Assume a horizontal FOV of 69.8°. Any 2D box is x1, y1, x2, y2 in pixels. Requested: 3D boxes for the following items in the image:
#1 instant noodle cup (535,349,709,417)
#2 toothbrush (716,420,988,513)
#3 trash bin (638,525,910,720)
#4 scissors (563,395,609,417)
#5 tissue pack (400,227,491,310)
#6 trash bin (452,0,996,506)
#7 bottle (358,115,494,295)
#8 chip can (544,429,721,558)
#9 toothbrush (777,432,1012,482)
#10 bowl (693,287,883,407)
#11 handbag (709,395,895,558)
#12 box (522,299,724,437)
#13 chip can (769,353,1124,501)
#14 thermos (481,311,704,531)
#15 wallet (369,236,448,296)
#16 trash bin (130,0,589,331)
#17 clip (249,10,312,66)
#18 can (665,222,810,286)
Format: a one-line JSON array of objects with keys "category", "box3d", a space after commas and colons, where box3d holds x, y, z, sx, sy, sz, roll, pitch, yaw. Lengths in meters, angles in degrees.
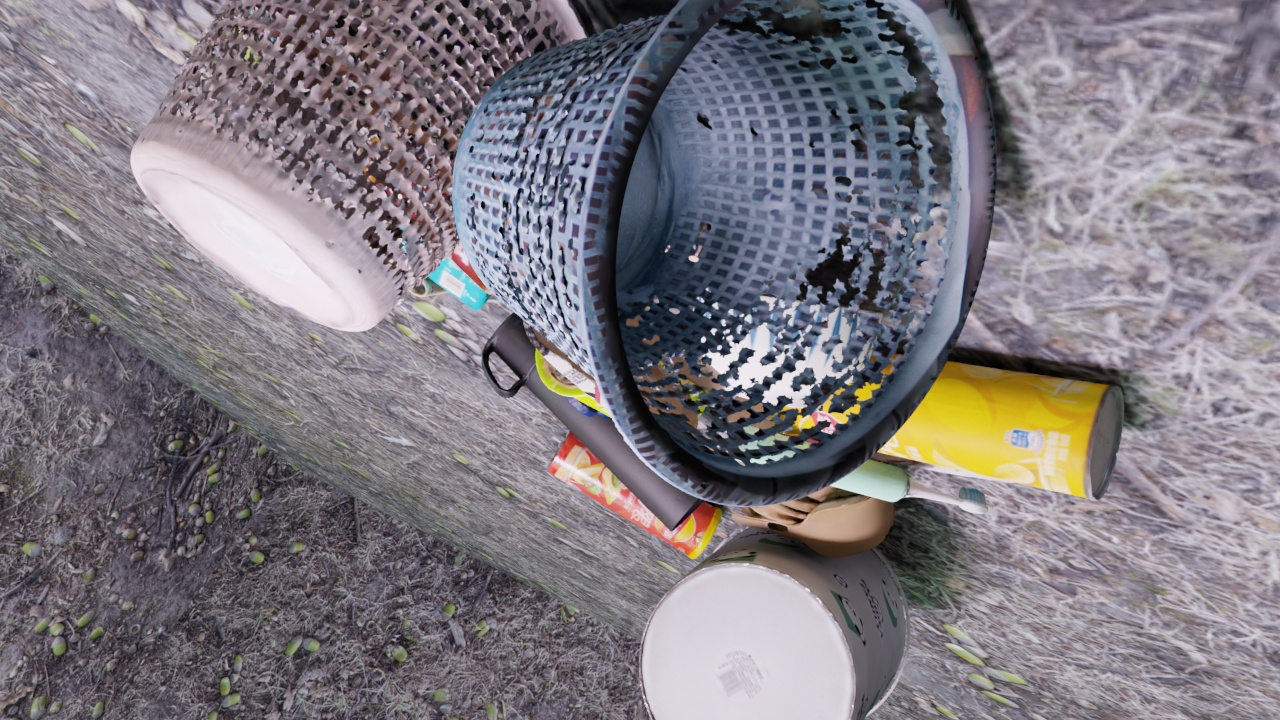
[{"category": "instant noodle cup", "box3d": [-0.004, 0.004, 0.749, 0.112, 0.111, 0.123, 11, 160, 40]}, {"category": "toothbrush", "box3d": [0.158, 0.082, 0.658, 0.224, 0.027, 0.027, 16, 147, -17]}, {"category": "trash bin", "box3d": [0.126, 0.265, 0.859, 0.230, 0.229, 0.251, 22, -178, 20]}, {"category": "scissors", "box3d": [-0.073, -0.016, 0.815, 0.108, 0.012, 0.174, 28, -153, -40]}, {"category": "tissue pack", "box3d": [-0.153, -0.101, 0.766, 0.093, 0.050, 0.134, 35, 158, -6]}, {"category": "trash bin", "box3d": [0.018, -0.072, 0.436, 0.195, 0.226, 0.226, 25, 162, 50]}, {"category": "bottle", "box3d": [-0.127, -0.102, 0.676, 0.175, 0.057, 0.058, 44, 158, 0]}, {"category": "chip can", "box3d": [-0.009, 0.160, 1.127, 0.216, 0.073, 0.073, 30, 159, 1]}, {"category": "toothbrush", "box3d": [0.193, 0.069, 0.678, 0.187, 0.017, 0.016, 8, 115, 2]}, {"category": "bowl", "box3d": [0.087, -0.008, 0.575, 0.116, 0.066, 0.116, 8, -175, -1]}, {"category": "handbag", "box3d": [0.137, 0.104, 0.779, 0.148, 0.099, 0.204, 19, 162, 25]}, {"category": "box", "box3d": [0.003, -0.013, 0.620, 0.162, 0.076, 0.088, 38, 125, -23]}, {"category": "chip can", "box3d": [0.190, 0.034, 0.597, 0.214, 0.072, 0.072, 11, 152, 39]}, {"category": "thermos", "box3d": [-0.043, 0.056, 0.840, 0.242, 0.089, 0.069, 42, 154, 12]}, {"category": "wallet", "box3d": [-0.221, -0.090, 0.855, 0.087, 0.024, 0.115, 39, -173, -3]}, {"category": "trash bin", "box3d": [-0.163, -0.133, 0.524, 0.227, 0.191, 0.228, 26, 158, 11]}, {"category": "clip", "box3d": [-0.260, -0.235, 0.661, 0.039, 0.013, 0.056, 18, 157, 26]}, {"category": "can", "box3d": [0.039, -0.077, 0.572, 0.133, 0.053, 0.053, 12, 152, 38]}]
